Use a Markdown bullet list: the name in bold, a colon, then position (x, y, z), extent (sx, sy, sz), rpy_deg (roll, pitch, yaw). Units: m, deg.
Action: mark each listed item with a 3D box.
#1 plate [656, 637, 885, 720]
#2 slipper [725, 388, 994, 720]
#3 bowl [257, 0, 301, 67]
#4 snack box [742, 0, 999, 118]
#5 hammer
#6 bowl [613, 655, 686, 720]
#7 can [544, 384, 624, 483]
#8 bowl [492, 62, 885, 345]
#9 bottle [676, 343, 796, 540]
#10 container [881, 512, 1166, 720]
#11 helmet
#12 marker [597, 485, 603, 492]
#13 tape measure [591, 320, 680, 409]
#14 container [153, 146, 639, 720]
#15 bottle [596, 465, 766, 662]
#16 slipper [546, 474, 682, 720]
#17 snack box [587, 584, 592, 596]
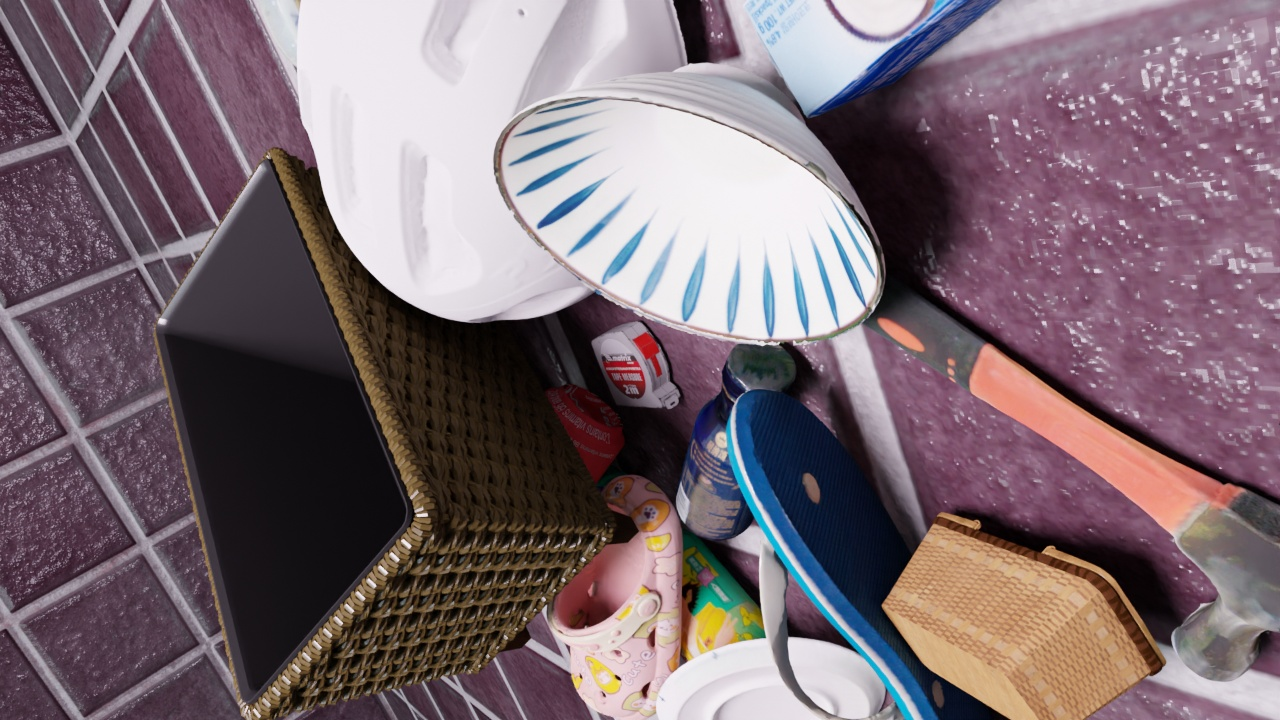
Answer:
- **plate**: position (0.089, 0.238, 0.626), extent (0.014, 0.157, 0.157), rpy_deg (-92, -1, -50)
- **slipper**: position (0.119, 0.141, 0.505), extent (0.060, 0.118, 0.295), rpy_deg (-25, 105, 32)
- **bowl**: position (-0.207, -0.252, 0.641), extent (0.160, 0.093, 0.160), rpy_deg (37, 144, 32)
- **snack box**: position (0.121, -0.157, 0.284), extent (0.059, 0.059, 0.227), rpy_deg (62, 150, 0)
- **hammer**: position (0.142, -0.005, 0.421), extent (0.333, 0.033, 0.133), rpy_deg (39, 147, 31)
- **bowl**: position (0.023, 0.310, 0.848), extent (0.132, 0.064, 0.132), rpy_deg (36, 144, 33)
- **can**: position (-0.076, 0.091, 0.723), extent (0.074, 0.074, 0.143), rpy_deg (42, 106, 25)
- **bowl**: position (0.029, -0.081, 0.411), extent (0.177, 0.070, 0.177), rpy_deg (19, 159, 8)
- **bottle**: position (0.059, 0.053, 0.567), extent (0.056, 0.056, 0.161), rpy_deg (43, 147, 25)
- **container**: position (0.170, 0.124, 0.432), extent (0.063, 0.061, 0.114), rpy_deg (52, 167, -16)
- **helmet**: position (-0.084, -0.150, 0.511), extent (0.224, 0.183, 0.283), rpy_deg (35, 130, 16)
- **marker**: position (-0.048, 0.151, 0.738), extent (0.018, 0.015, 0.134), rpy_deg (-93, 18, -52)
- **tape measure**: position (-0.004, 0.004, 0.650), extent (0.060, 0.020, 0.062), rpy_deg (-1, 116, 56)
- **container**: position (-0.163, 0.046, 0.618), extent (0.177, 0.204, 0.321), rpy_deg (-47, 53, 19)
- **bottle**: position (0.025, 0.165, 0.707), extent (0.209, 0.068, 0.068), rpy_deg (46, 149, 33)
- **slipper**: position (-0.022, 0.178, 0.649), extent (0.093, 0.081, 0.197), rpy_deg (30, 121, 42)
- **snack box**: position (-0.091, 0.085, 0.806), extent (0.273, 0.044, 0.076), rpy_deg (57, -174, 3)
